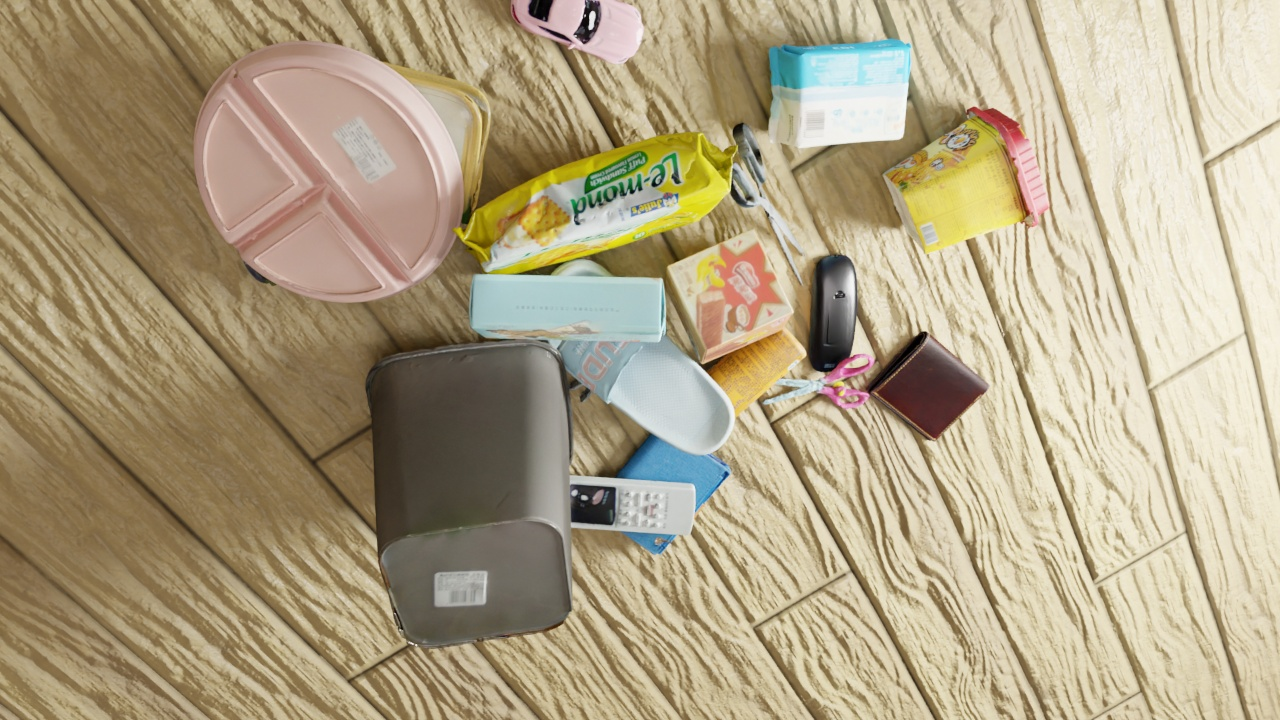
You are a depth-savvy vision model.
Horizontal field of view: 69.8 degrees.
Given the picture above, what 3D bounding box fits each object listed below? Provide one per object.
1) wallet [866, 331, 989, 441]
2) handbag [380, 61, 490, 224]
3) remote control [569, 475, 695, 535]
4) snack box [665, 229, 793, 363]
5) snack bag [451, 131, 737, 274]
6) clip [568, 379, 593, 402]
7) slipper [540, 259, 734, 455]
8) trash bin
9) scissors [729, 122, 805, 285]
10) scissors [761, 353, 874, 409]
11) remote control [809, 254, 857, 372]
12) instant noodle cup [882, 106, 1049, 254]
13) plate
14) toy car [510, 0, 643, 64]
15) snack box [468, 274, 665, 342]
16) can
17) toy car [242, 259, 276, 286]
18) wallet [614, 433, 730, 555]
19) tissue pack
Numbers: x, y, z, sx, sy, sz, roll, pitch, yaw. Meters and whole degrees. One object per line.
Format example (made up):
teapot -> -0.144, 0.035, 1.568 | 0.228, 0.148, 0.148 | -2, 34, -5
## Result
wallet -> 0.334, 0.033, 1.062 | 0.122, 0.020, 0.096 | 35, 107, -25
handbag -> -0.222, -0.167, 0.805 | 0.163, 0.063, 0.179 | 12, 117, -2
remote control -> -0.015, 0.158, 1.000 | 0.150, 0.021, 0.058 | 4, 106, -3
snack box -> 0.085, -0.062, 0.907 | 0.094, 0.077, 0.092 | -23, 80, -3
snack bag -> -0.043, -0.138, 0.828 | 0.246, 0.158, 0.068 | -18, 91, -6
clip -> -0.048, 0.019, 0.963 | 0.057, 0.024, 0.029 | -38, 115, 11
slipper -> -0.005, 0.005, 0.911 | 0.245, 0.074, 0.104 | 42, 93, -7
trash bin -> -0.154, 0.125, 0.852 | 0.198, 0.219, 0.199 | -7, 129, -5
scissors -> 0.124, -0.154, 0.903 | 0.014, 0.159, 0.173 | -14, 87, 32
scissors -> 0.200, 0.021, 1.017 | 0.136, 0.017, 0.106 | 8, 131, -17
remote control -> 0.210, -0.047, 0.994 | 0.053, 0.024, 0.136 | -7, 115, -9
instant noodle cup -> 0.322, -0.175, 0.923 | 0.124, 0.116, 0.116 | -26, 116, 12
plate -> -0.265, -0.148, 0.771 | 0.229, 0.028, 0.230 | 1, 120, 2
toy car -> -0.054, -0.304, 0.813 | 0.122, 0.037, 0.056 | 14, 111, -20
snack box -> -0.064, -0.046, 0.838 | 0.175, 0.074, 0.051 | 2, 84, 0
can -> 0.105, 0.020, 0.979 | 0.146, 0.058, 0.058 | -42, 116, 7
toy car -> -0.319, -0.103, 0.839 | 0.090, 0.035, 0.042 | -26, 114, 8
wallet -> 0.024, 0.144, 1.026 | 0.106, 0.040, 0.133 | 35, 103, -15
tissue pack -> 0.190, -0.257, 0.875 | 0.140, 0.063, 0.090 | -7, 116, -9
